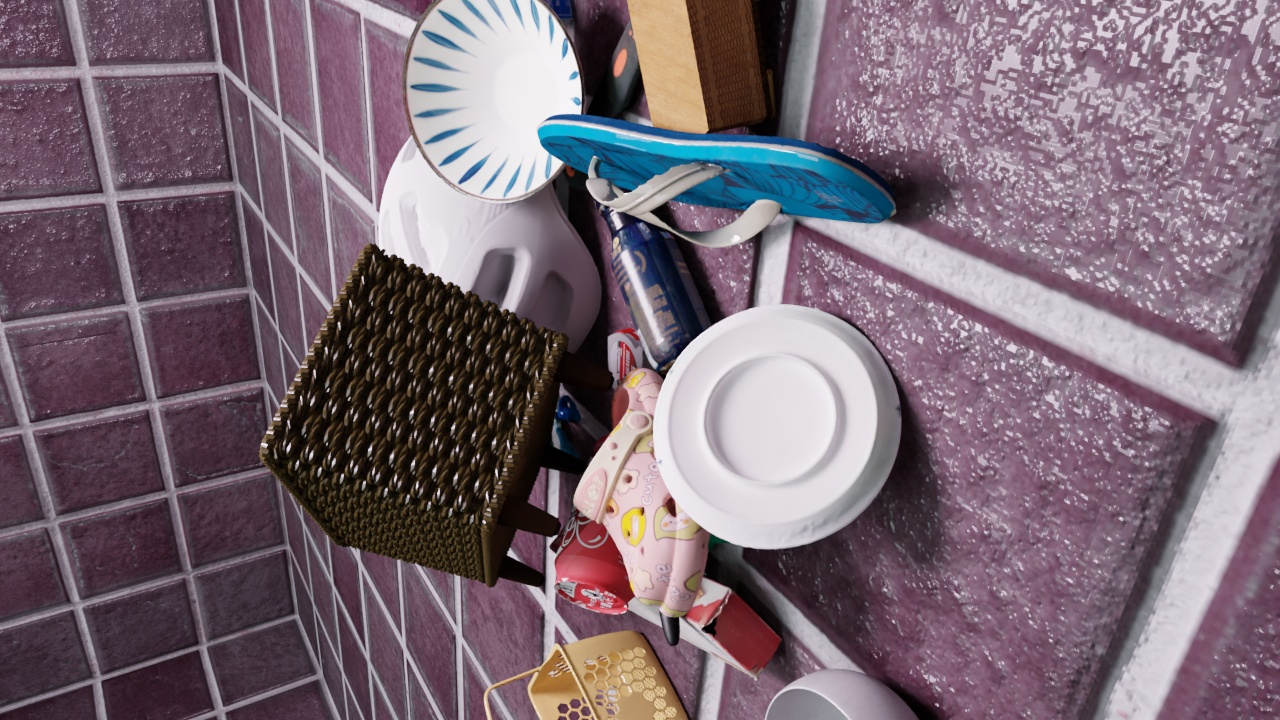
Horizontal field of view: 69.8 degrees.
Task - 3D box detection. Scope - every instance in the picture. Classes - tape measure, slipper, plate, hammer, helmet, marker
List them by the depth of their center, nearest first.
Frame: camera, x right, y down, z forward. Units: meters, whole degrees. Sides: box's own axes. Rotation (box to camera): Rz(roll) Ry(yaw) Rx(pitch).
[{"bbox_3d":[0.080,0.037,0.568,0.157,0.157,0.014,61,-172,26],"label":"plate"},{"bbox_3d":[0.033,-0.109,0.603,0.295,0.118,0.060,20,91,48],"label":"slipper"},{"bbox_3d":[-0.007,0.085,0.650,0.093,0.081,0.197,108,157,-44],"label":"slipper"},{"bbox_3d":[-0.003,-0.245,0.697,0.133,0.033,0.334,63,148,20],"label":"hammer"},{"bbox_3d":[0.016,0.154,0.715,0.018,0.015,0.133,46,-148,-60],"label":"marker"},{"bbox_3d":[-0.005,0.005,0.805,0.062,0.020,0.060,35,130,50],"label":"tape measure"},{"bbox_3d":[-0.159,-0.124,0.902,0.225,0.183,0.282,-34,57,48],"label":"helmet"}]

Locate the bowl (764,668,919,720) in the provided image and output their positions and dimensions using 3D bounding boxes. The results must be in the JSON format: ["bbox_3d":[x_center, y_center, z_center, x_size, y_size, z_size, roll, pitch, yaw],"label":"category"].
[{"bbox_3d":[0.148,0.267,0.603,0.132,0.064,0.132,30,126,52],"label":"bowl"}]

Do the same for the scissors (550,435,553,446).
[{"bbox_3d":[-0.108,0.039,0.982,0.071,0.014,0.130,-32,63,59],"label":"scissors"}]

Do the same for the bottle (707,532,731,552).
[{"bbox_3d":[0.063,0.100,0.678,0.068,0.068,0.210,65,155,20],"label":"bottle"}]

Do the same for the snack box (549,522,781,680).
[{"bbox_3d":[0.011,0.199,0.808,0.076,0.044,0.273,48,160,-23],"label":"snack box"}]

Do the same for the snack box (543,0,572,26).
[{"bbox_3d":[-0.106,-0.400,0.784,0.059,0.059,0.226,16,115,61],"label":"snack box"}]

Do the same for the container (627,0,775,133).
[{"bbox_3d":[0.037,-0.197,0.581,0.063,0.061,0.114,18,132,43],"label":"container"}]

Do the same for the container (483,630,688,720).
[{"bbox_3d":[-0.047,0.368,0.873,0.183,0.166,0.129,60,146,29],"label":"container"}]

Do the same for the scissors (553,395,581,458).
[{"bbox_3d":[-0.089,0.055,0.982,0.133,0.015,0.104,53,144,45],"label":"scissors"}]

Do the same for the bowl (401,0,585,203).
[{"bbox_3d":[-0.110,-0.227,0.780,0.177,0.070,0.177,8,109,24],"label":"bowl"}]

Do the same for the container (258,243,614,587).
[{"bbox_3d":[-0.153,0.079,0.780,0.322,0.205,0.176,111,179,-67],"label":"container"}]

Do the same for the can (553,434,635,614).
[{"bbox_3d":[-0.020,0.132,0.767,0.075,0.074,0.142,-46,21,56],"label":"can"}]

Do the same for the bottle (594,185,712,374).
[{"bbox_3d":[0.009,-0.069,0.718,0.056,0.056,0.160,-45,63,56],"label":"bottle"}]
